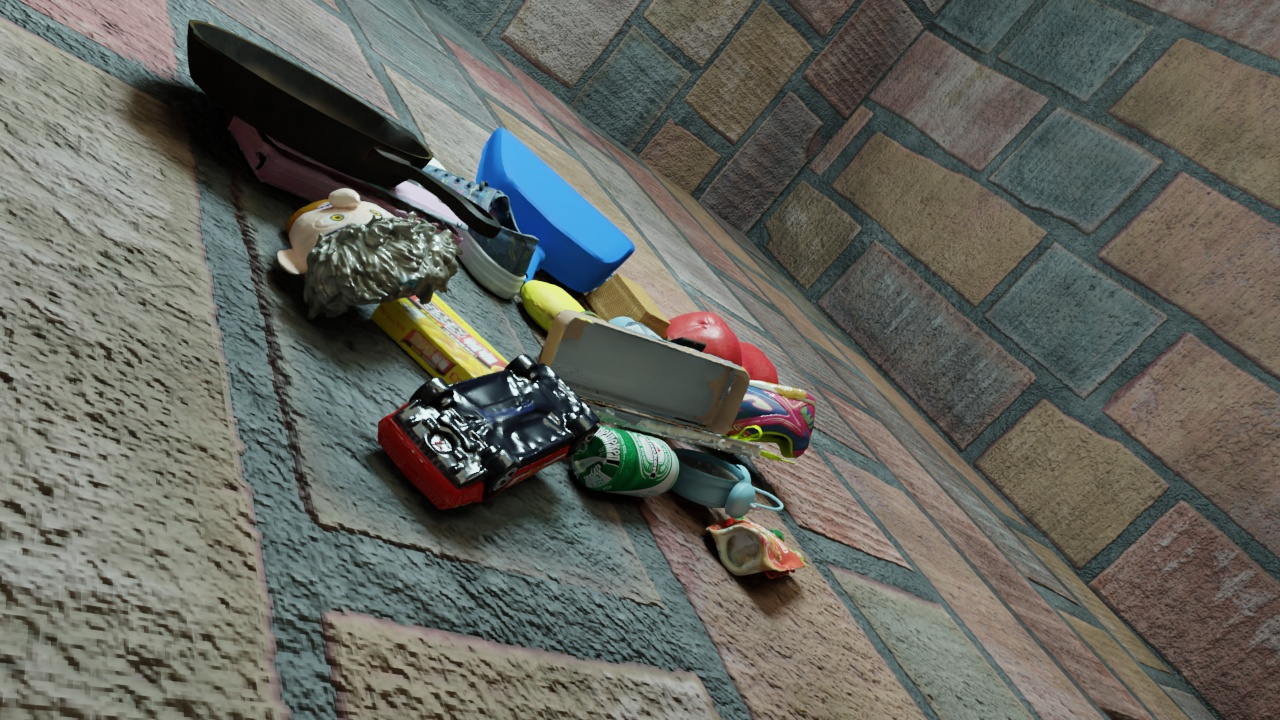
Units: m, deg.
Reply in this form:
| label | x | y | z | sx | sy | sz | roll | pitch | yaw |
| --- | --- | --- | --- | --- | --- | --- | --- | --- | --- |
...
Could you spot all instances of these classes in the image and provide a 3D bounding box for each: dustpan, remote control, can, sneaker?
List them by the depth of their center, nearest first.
| label | x | y | z | sx | sy | sz | roll | pitch | yaw |
| --- | --- | --- | --- | --- | --- | --- | --- | --- | --- |
| can | -0.012 | 0.086 | 0.772 | 0.101 | 0.053 | 0.053 | 20 | 26 | -53 |
| sneaker | -0.186 | -0.169 | 1.024 | 0.235 | 0.079 | 0.087 | 49 | 17 | 29 |
| sneaker | 0.088 | 0.054 | 1.057 | 0.241 | 0.091 | 0.116 | 16 | -14 | -10 |
| remote control | 0.030 | -0.007 | 1.076 | 0.039 | 0.010 | 0.125 | 14 | -18 | -26 |
| dustpan | -0.118 | -0.157 | 1.132 | 0.245 | 0.060 | 0.257 | 40 | 22 | -17 |

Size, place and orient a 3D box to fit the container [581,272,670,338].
| label | x | y | z | sx | sy | sz | roll | pitch | yaw |
| --- | --- | --- | --- | --- | --- | --- | --- | --- | --- |
| container | -0.015 | -0.056 | 1.159 | 0.063 | 0.061 | 0.114 | 25 | 22 | -47 |

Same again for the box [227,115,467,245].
| label | x | y | z | sx | sy | sz | roll | pitch | yaw |
| --- | --- | --- | --- | --- | --- | --- | --- | --- | --- |
| box | -0.273 | -0.173 | 0.885 | 0.232 | 0.046 | 0.098 | 21 | 26 | -52 |

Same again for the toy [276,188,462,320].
| label | x | y | z | sx | sy | sz | roll | pitch | yaw |
| --- | --- | --- | --- | --- | --- | --- | --- | --- | --- |
| toy | -0.217 | -0.092 | 0.704 | 0.132 | 0.076 | 0.176 | -15 | 34 | -40 |

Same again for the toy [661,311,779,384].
| label | x | y | z | sx | sy | sz | roll | pitch | yaw |
| --- | --- | --- | --- | --- | --- | --- | --- | --- | --- |
| toy | 0.104 | 0.001 | 1.240 | 0.147 | 0.099 | 0.216 | 43 | 8 | 39 |

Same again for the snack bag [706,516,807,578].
| label | x | y | z | sx | sy | sz | roll | pitch | yaw |
| --- | --- | --- | --- | --- | --- | --- | --- | --- | --- |
| snack bag | 0.116 | 0.177 | 0.879 | 0.087 | 0.044 | 0.155 | 34 | 5 | 21 |

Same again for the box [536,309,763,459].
| label | x | y | z | sx | sy | sz | roll | pitch | yaw |
| --- | --- | --- | --- | --- | --- | --- | --- | --- | --- |
| box | 0.013 | 0.023 | 0.854 | 0.216 | 0.107 | 0.095 | 17 | -16 | -30 |

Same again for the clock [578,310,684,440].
| label | x | y | z | sx | sy | sz | roll | pitch | yaw |
| --- | --- | --- | --- | --- | --- | --- | --- | --- | --- |
| clock | -0.006 | 0.006 | 0.966 | 0.162 | 0.060 | 0.118 | 51 | 20 | 5 |

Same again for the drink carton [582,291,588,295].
| label | x | y | z | sx | sy | sz | roll | pitch | yaw |
| --- | --- | --- | --- | --- | --- | --- | --- | --- | --- |
| drink carton | -0.110 | -0.134 | 1.219 | 0.122 | 0.039 | 0.069 | 45 | 15 | -8 |

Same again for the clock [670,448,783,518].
| label | x | y | z | sx | sy | sz | roll | pitch | yaw |
| --- | --- | --- | --- | --- | --- | --- | --- | --- | --- |
| clock | 0.080 | 0.117 | 0.878 | 0.123 | 0.042 | 0.087 | 20 | 10 | -2 |

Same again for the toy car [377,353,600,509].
| label | x | y | z | sx | sy | sz | roll | pitch | yaw |
| --- | --- | --- | --- | --- | --- | --- | --- | --- | --- |
| toy car | -0.098 | 0.047 | 0.643 | 0.081 | 0.056 | 0.189 | 46 | 27 | 12 |

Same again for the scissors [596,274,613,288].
| label | x | y | z | sx | sy | sz | roll | pitch | yaw |
| --- | --- | --- | --- | --- | --- | --- | --- | --- | --- |
| scissors | -0.053 | -0.093 | 1.226 | 0.103 | 0.015 | 0.133 | 63 | 21 | 16 |

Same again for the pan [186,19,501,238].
| label | x | y | z | sx | sy | sz | roll | pitch | yaw |
| --- | --- | --- | --- | --- | --- | --- | --- | --- | --- |
| pan | -0.254 | -0.190 | 0.805 | 0.356 | 0.043 | 0.248 | 37 | 12 | 24 |

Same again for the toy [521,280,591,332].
| label | x | y | z | sx | sy | sz | roll | pitch | yaw |
| --- | --- | --- | --- | --- | --- | --- | --- | --- | --- |
| toy | -0.090 | -0.054 | 1.009 | 0.095 | 0.041 | 0.094 | 36 | 13 | -19 |

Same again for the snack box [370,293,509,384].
| label | x | y | z | sx | sy | sz | roll | pitch | yaw |
| --- | --- | --- | --- | --- | --- | --- | --- | --- | --- |
| snack box | -0.142 | 0.002 | 0.745 | 0.152 | 0.025 | 0.075 | 42 | 15 | 5 |

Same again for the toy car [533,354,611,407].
| label | x | y | z | sx | sy | sz | roll | pitch | yaw |
| --- | --- | --- | --- | --- | --- | --- | --- | --- | --- |
| toy car | -0.062 | 0.017 | 0.881 | 0.091 | 0.036 | 0.042 | 29 | 19 | -37 |
